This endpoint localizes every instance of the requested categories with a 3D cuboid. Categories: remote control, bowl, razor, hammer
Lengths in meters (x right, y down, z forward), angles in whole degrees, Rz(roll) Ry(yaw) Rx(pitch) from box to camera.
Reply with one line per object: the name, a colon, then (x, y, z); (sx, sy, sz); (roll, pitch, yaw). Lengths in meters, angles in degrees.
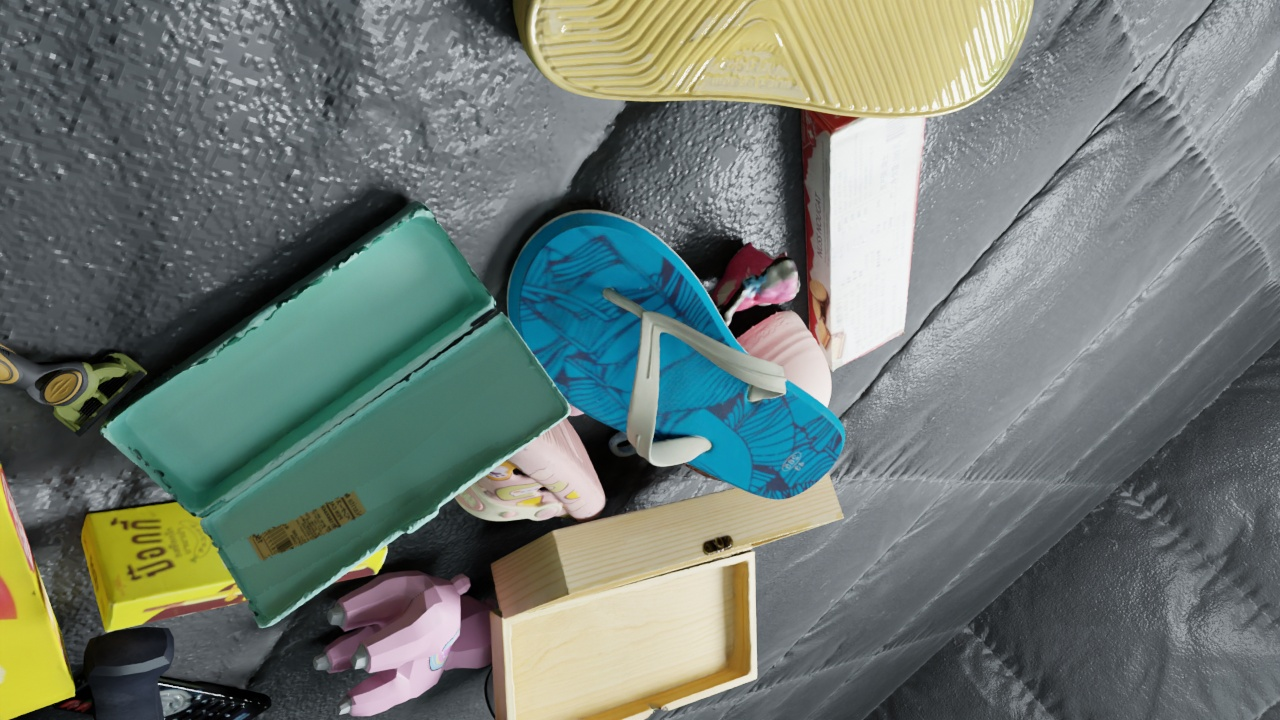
remote control: (-0.317, 0.228, 0.618); (0.045, 0.021, 0.140); (-33, 145, 7)
bowl: (0.093, 0.041, 0.708); (0.152, 0.076, 0.153); (-38, 160, -16)
razor: (-0.275, -0.006, 0.369); (0.044, 0.021, 0.144); (-41, 146, 5)
hammer: (-0.329, 0.265, 0.612); (0.139, 0.035, 0.313); (-1, 137, -28)

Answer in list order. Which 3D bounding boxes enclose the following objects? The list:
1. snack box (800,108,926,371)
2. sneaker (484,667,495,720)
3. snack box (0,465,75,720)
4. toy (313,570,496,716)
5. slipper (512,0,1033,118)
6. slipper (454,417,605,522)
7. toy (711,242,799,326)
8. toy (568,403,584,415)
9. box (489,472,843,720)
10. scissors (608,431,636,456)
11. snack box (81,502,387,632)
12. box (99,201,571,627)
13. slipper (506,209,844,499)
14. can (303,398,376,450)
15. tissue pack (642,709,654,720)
snack box: (0.159, -0.093, 0.669); (0.076, 0.044, 0.273); (-28, 146, -6)
sneaker: (-0.052, 0.243, 0.835); (0.245, 0.091, 0.097); (-40, 147, 5)
snack box: (-0.339, 0.114, 0.434); (0.092, 0.042, 0.201); (-15, 141, -32)
toy: (-0.164, 0.209, 0.705); (0.157, 0.067, 0.124); (-10, 137, -44)
slipper: (0.067, -0.178, 0.444); (0.263, 0.078, 0.100); (-6, 138, -16)
slipper: (-0.084, 0.059, 0.583); (0.081, 0.093, 0.197); (-28, 154, 2)
toy: (0.075, -0.054, 0.634); (0.065, 0.050, 0.102); (-27, 176, 8)
toy: (-0.004, 0.004, 0.629); (0.108, 0.041, 0.096); (-24, 157, -16)
box: (0.009, 0.188, 0.734); (0.247, 0.119, 0.253); (-6, 124, -32)
scissors: (0.028, 0.041, 0.732); (0.126, 0.013, 0.126); (-19, 143, -26)
snack box: (-0.224, 0.105, 0.518); (0.148, 0.061, 0.026); (-4, 135, -42)
box: (-0.146, 0.026, 0.457); (0.187, 0.055, 0.138); (-34, 103, -4)
slipper: (0.033, 0.022, 0.580); (0.118, 0.060, 0.294); (-42, 125, 18)
can: (-0.171, 0.050, 0.518); (0.106, 0.044, 0.044); (-17, 142, -30)
tissue pack: (0.004, 0.300, 0.850); (0.114, 0.034, 0.100); (-37, 152, -13)
